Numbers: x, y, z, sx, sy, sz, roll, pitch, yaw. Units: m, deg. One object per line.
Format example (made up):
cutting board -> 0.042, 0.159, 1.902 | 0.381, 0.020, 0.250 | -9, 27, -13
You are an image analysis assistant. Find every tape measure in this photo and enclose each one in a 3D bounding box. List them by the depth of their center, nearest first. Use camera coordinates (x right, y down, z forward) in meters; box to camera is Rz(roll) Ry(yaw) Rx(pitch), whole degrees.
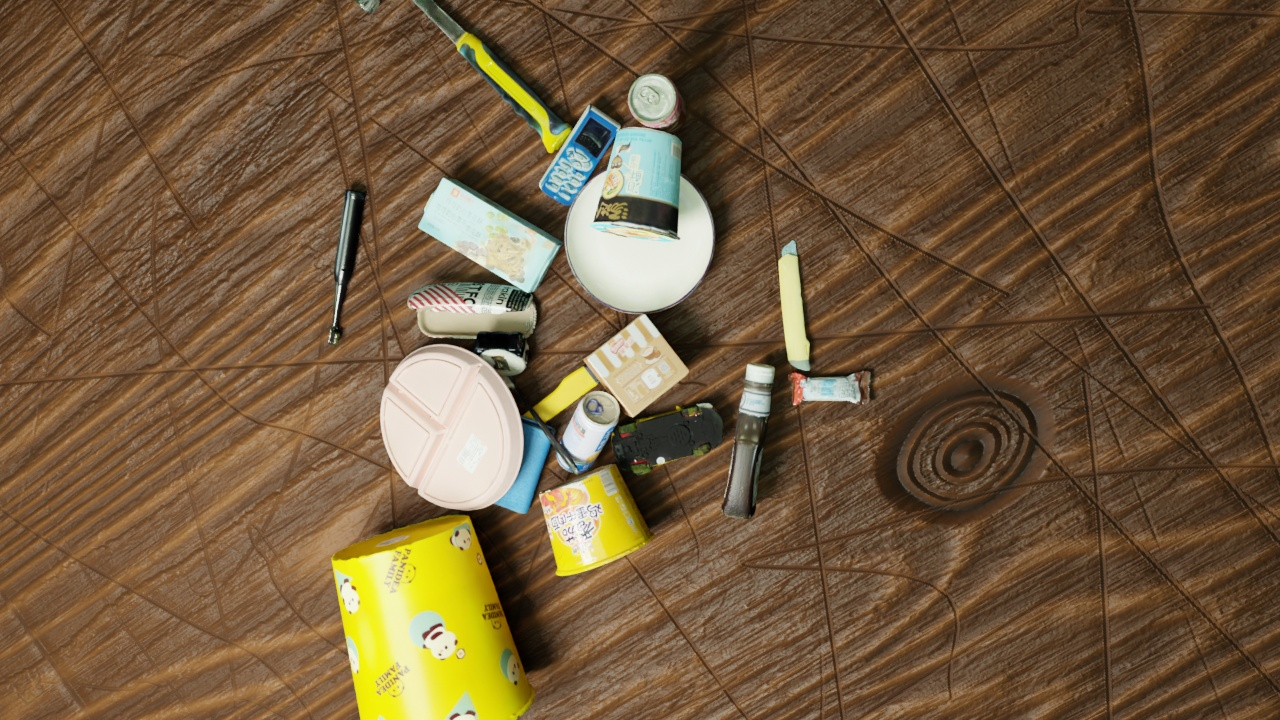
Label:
tape measure -> -0.179, -0.009, 1.205 | 0.066, 0.066, 0.033 | 1, 56, 12

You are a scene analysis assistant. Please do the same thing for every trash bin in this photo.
trash bin -> -0.281, 0.352, 1.205 | 0.230, 0.229, 0.255 | -14, 92, 9

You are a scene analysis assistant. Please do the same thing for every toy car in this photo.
toy car -> 0.036, 0.101, 1.208 | 0.156, 0.041, 0.071 | -17, 96, 11

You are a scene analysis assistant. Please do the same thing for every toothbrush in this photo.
toothbrush -> -0.134, 0.082, 1.202 | 0.181, 0.018, 0.016 | 49, 140, 23
toothbrush -> -0.400, -0.123, 1.236 | 0.027, 0.026, 0.213 | 21, 104, 43

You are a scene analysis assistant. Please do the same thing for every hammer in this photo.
hammer -> -0.210, -0.396, 1.167 | 0.323, 0.031, 0.126 | 44, 102, -1

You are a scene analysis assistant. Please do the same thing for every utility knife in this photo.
utility knife -> 0.196, -0.069, 1.174 | 0.031, 0.018, 0.167 | -6, 100, 4
utility knife -> -0.134, 0.068, 1.237 | 0.209, 0.015, 0.033 | -36, 91, 15

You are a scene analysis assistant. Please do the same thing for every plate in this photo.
plate -> 0.000, -0.157, 1.174 | 0.192, 0.039, 0.192 | 1, 99, 7
plate -> -0.257, 0.093, 1.214 | 0.230, 0.028, 0.230 | 6, 104, 25

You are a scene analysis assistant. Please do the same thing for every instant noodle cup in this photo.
instant noodle cup -> 0.001, -0.211, 1.098 | 0.111, 0.111, 0.120 | 8, 91, 6
instant noodle cup -> -0.064, 0.204, 1.197 | 0.138, 0.138, 0.110 | -22, 88, 10

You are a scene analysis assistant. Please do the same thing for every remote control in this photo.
remote control -> -0.079, -0.261, 1.169 | 0.049, 0.024, 0.125 | 30, 104, -25

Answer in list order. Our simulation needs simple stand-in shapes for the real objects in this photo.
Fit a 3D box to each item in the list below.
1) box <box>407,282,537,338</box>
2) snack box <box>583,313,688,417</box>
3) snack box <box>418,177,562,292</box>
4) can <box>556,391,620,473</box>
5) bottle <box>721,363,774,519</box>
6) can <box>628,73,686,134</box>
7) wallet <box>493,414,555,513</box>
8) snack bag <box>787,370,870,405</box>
box -> -0.218, -0.060, 1.208 | 0.163, 0.076, 0.088 | -1, 125, 6
snack box -> -0.007, 0.007, 1.170 | 0.092, 0.077, 0.094 | -38, 93, -6
snack box -> -0.194, -0.163, 1.191 | 0.175, 0.051, 0.074 | 30, 102, 1
can -> -0.068, 0.093, 1.177 | 0.053, 0.053, 0.135 | 31, 143, 1
bottle -> 0.140, 0.101, 1.176 | 0.044, 0.079, 0.195 | 10, 98, 11
can -> 0.022, -0.303, 1.092 | 0.058, 0.147, 0.058 | 1, 99, 7
wallet -> -0.183, 0.133, 1.238 | 0.106, 0.040, 0.133 | 20, 109, 0
snack bag -> 0.243, 0.036, 1.180 | 0.105, 0.026, 0.045 | -1, 90, 6
